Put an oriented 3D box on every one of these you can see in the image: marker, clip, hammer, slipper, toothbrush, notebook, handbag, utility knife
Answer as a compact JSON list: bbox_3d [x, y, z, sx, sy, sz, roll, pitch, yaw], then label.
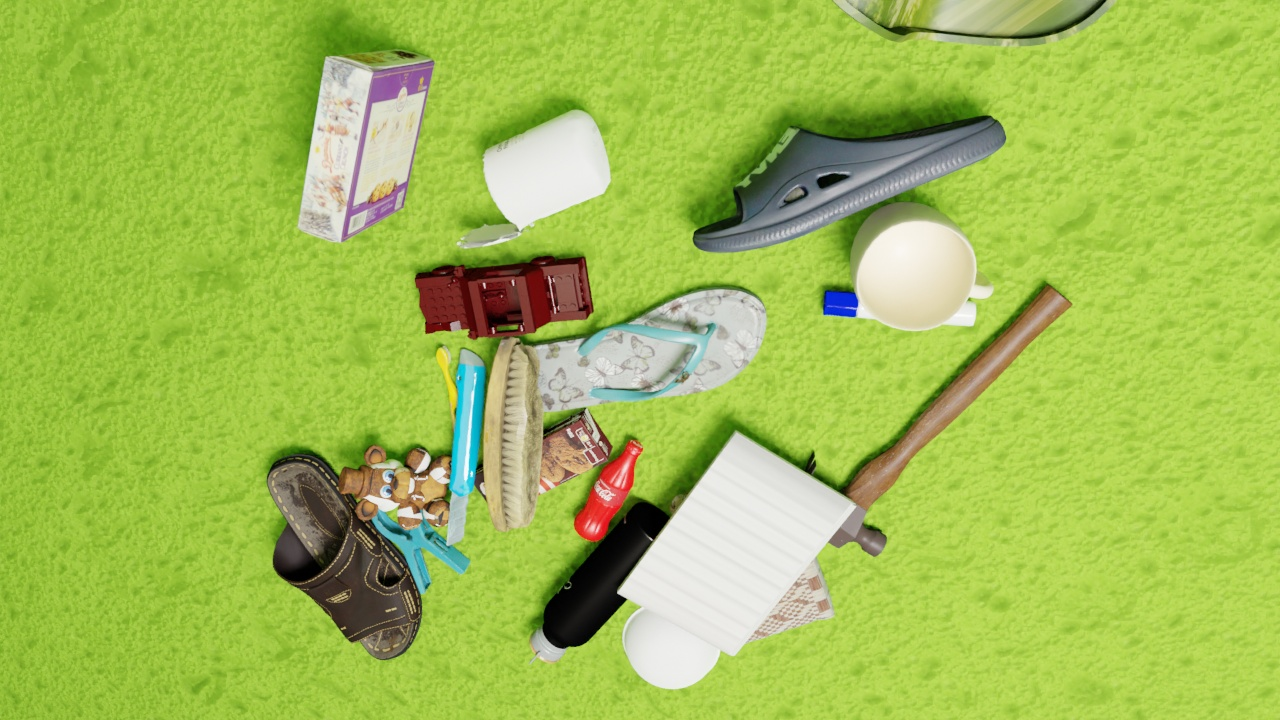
[{"bbox_3d":[0.236,-0.048,0.839,0.133,0.027,0.023,5,80,7],"label":"marker"},{"bbox_3d":[-0.261,0.203,1.018,0.114,0.028,0.127,-20,106,11],"label":"clip"},{"bbox_3d":[0.277,0.057,0.873,0.115,0.033,0.324,36,112,-8],"label":"hammer"},{"bbox_3d":[-0.332,0.226,1.011,0.113,0.075,0.268,-20,107,16],"label":"slipper"},{"bbox_3d":[-0.005,0.005,0.886,0.269,0.054,0.098,-16,110,16],"label":"slipper"},{"bbox_3d":[-0.191,0.047,0.953,0.021,0.016,0.135,-6,112,9],"label":"toothbrush"},{"bbox_3d":[0.161,-0.163,0.765,0.268,0.110,0.083,-20,104,12],"label":"slipper"},{"bbox_3d":[0.093,0.186,0.908,0.142,0.009,0.210,31,107,-10],"label":"notebook"},{"bbox_3d":[0.115,0.201,0.947,0.124,0.047,0.186,-19,107,7],"label":"handbag"},{"bbox_3d":[-0.182,0.091,0.941,0.031,0.015,0.205,7,94,-4],"label":"utility knife"}]

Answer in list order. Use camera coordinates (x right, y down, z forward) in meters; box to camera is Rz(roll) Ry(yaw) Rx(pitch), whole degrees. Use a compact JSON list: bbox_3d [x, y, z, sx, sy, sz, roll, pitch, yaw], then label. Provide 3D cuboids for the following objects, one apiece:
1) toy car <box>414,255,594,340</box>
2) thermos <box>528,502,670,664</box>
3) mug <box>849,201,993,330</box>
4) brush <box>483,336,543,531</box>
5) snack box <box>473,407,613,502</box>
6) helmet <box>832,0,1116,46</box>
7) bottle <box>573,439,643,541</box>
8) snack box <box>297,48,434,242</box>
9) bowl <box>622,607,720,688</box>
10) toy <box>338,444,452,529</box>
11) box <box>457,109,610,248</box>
[{"bbox_3d":[-0.135,-0.058,0.875,0.170,0.061,0.070,-4,110,11],"label":"toy car"},{"bbox_3d":[-0.051,0.250,0.983,0.061,0.061,0.232,37,112,-6],"label":"thermos"},{"bbox_3d":[0.240,-0.083,0.785,0.120,0.099,0.096,16,115,0],"label":"mug"},{"bbox_3d":[-0.123,0.074,0.897,0.043,0.059,0.195,5,99,15],"label":"brush"},{"bbox_3d":[-0.103,0.106,0.951,0.141,0.031,0.051,-28,104,18],"label":"snack box"},{"bbox_3d":[0.219,-0.335,0.618,0.214,0.246,0.243,-44,58,42],"label":"helmet"},{"bbox_3d":[-0.030,0.132,0.947,0.036,0.036,0.119,28,113,-2],"label":"bottle"},{"bbox_3d":[-0.235,-0.190,0.796,0.040,0.143,0.148,19,112,1],"label":"snack box"},{"bbox_3d":[0.032,0.323,1.009,0.110,0.040,0.110,3,112,8],"label":"bowl"},{"bbox_3d":[-0.253,0.131,0.957,0.112,0.067,0.087,13,75,-32],"label":"toy"},{"bbox_3d":[-0.105,-0.155,0.825,0.166,0.083,0.092,-17,117,17],"label":"box"}]
